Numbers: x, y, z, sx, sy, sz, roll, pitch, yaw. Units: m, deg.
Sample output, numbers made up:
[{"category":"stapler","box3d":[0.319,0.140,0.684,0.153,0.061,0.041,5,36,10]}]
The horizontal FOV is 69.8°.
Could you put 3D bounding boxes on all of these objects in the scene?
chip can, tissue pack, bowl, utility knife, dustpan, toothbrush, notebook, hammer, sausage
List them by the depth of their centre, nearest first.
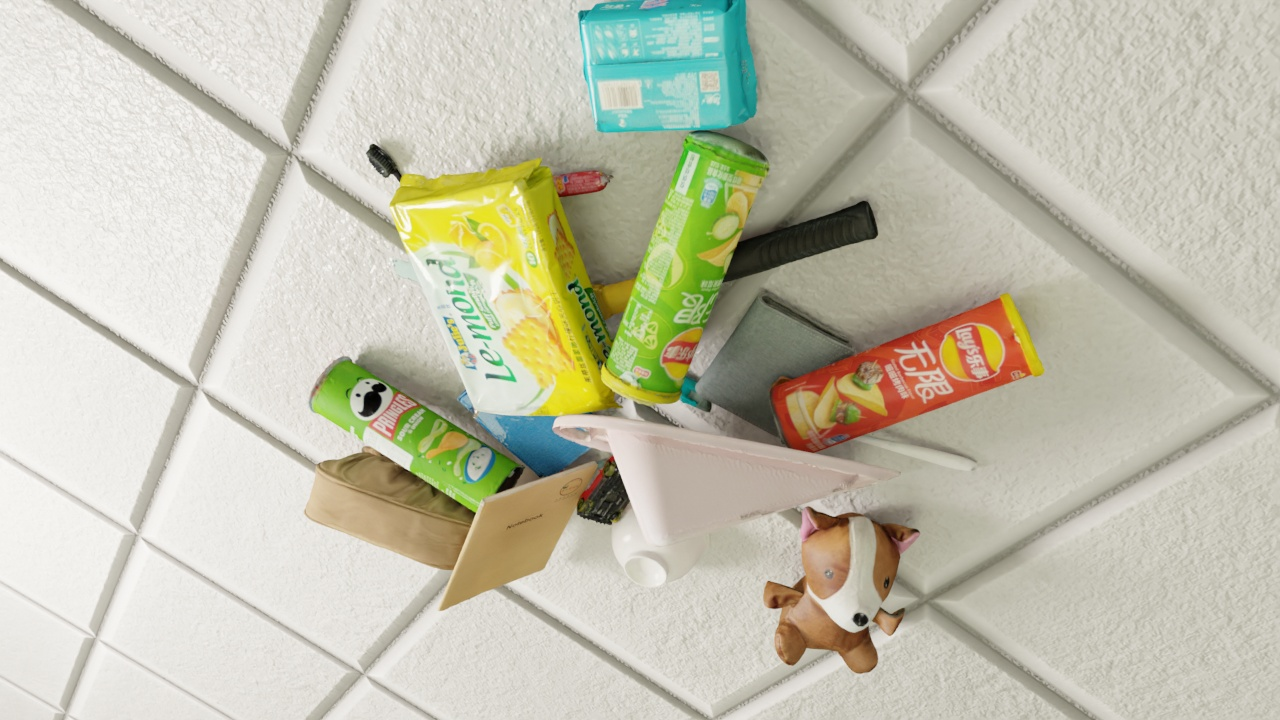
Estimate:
[{"category":"tissue pack","box3d":[0.021,-0.226,0.700,0.134,0.050,0.093,3,124,17]},{"category":"chip can","box3d":[0.035,-0.074,0.748,0.072,0.072,0.222,21,108,3]},{"category":"chip can","box3d":[0.220,0.016,0.777,0.217,0.073,0.073,-22,116,21]},{"category":"hammer","box3d":[0.056,-0.077,0.803,0.301,0.032,0.129,-16,106,26]},{"category":"sausage","box3d":[-0.095,-0.152,0.818,0.156,0.020,0.020,-4,124,23]},{"category":"dustpan","box3d":[0.068,0.084,0.836,0.273,0.138,0.223,-15,169,-7]},{"category":"toothbrush","box3d":[0.232,0.082,0.864,0.180,0.016,0.016,14,137,-3]},{"category":"toothbrush","box3d":[-0.198,-0.126,0.876,0.014,0.017,0.189,-20,118,32]},{"category":"utility knife","box3d":[-0.141,-0.063,0.895,0.218,0.018,0.034,17,112,4]},{"category":"utility knife","box3d":[-0.005,0.005,0.909,0.176,0.013,0.029,26,119,0]},{"category":"chip can","box3d":[-0.242,0.085,0.991,0.236,0.072,0.072,31,130,8]},{"category":"notebook","box3d":[-0.137,0.196,1.014,0.008,0.147,0.208,51,134,27]},{"category":"bowl","box3d":[0.013,0.213,1.027,0.118,0.064,0.118,10,128,13]}]

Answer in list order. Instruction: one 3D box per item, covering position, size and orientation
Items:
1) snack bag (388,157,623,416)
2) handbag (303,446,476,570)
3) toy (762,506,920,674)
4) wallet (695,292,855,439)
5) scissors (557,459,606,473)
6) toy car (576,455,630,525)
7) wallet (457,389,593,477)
[{"category":"snack bag","box3d":[-0.112,-0.059,0.818,0.158,0.068,0.247,-2,118,33]},{"category":"handbag","box3d":[-0.268,0.162,1.050,0.204,0.147,0.100,19,94,5]},{"category":"toy","box3d":[0.205,0.237,0.946,0.140,0.130,0.200,8,120,-8]},{"category":"wallet","box3d":[0.124,0.011,0.853,0.106,0.036,0.130,29,130,-3]},{"category":"scissors","box3d":[-0.091,0.133,1.037,0.134,0.017,0.134,-27,113,29]},{"category":"toy car","box3d":[-0.029,0.138,1.004,0.049,0.031,0.107,20,125,-22]},{"category":"wallet","box3d":[-0.114,0.058,0.970,0.107,0.040,0.133,-37,106,25]}]
